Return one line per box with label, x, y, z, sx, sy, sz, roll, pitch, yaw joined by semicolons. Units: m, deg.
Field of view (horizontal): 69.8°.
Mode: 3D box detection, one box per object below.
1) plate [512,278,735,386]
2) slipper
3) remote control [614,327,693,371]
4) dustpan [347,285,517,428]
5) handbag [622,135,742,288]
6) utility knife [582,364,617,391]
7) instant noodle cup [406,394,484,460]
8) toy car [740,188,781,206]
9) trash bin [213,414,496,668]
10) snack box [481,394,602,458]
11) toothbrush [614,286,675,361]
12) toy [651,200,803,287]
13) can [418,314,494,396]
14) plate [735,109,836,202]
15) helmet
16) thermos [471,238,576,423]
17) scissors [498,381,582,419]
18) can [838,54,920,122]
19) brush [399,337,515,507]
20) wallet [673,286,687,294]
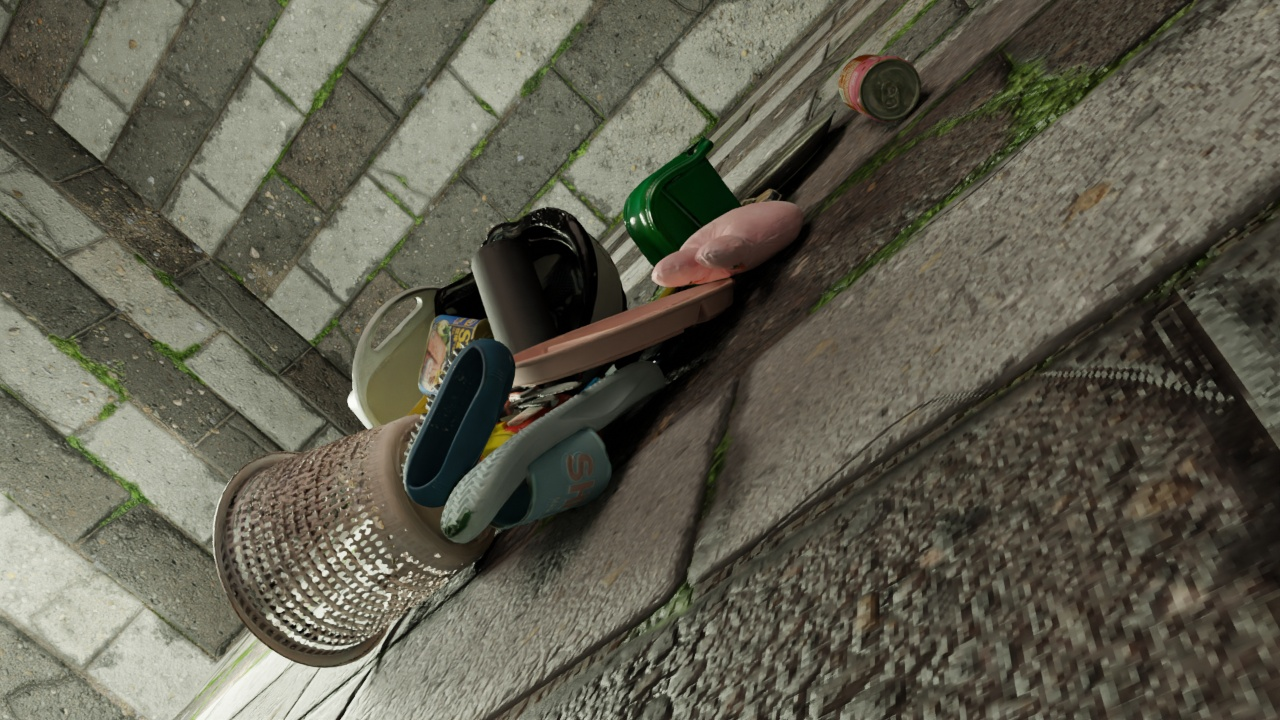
plate;-0.020;-0.024;0.828;0.229;0.028;0.229;-19;6;2
slipper;-0.057;0.077;0.719;0.244;0.074;0.104;-34;-3;-44
remote control;0.014;-0.005;0.856;0.053;0.024;0.137;-43;12;-18
dustpan;-0.260;0.038;1.194;0.222;0.258;0.143;-52;17;-28
handbag;0.057;-0.142;0.921;0.120;0.131;0.068;-45;21;-17
utility knife;-0.065;0.046;0.993;0.217;0.018;0.034;-45;8;20
instant noodle cup;-0.216;0.112;1.021;0.116;0.123;0.115;-55;4;36
toy car;0.115;-0.155;0.997;0.091;0.035;0.042;-35;16;39
trash bin;-0.256;0.156;0.890;0.192;0.227;0.227;-29;16;22
snack box;-0.088;0.074;0.823;0.080;0.082;0.091;-43;14;-27
toothbrush;0.026;-0.068;1.085;0.189;0.015;0.017;-51;15;-24
toy;0.075;-0.100;0.807;0.122;0.054;0.159;-17;10;39
can;-0.202;0.000;1.049;0.083;0.057;0.102;9;84;39
plate;0.163;-0.221;1.069;0.179;0.024;0.179;-42;7;6
helmet;-0.116;-0.047;1.131;0.275;0.230;0.156;-41;-31;21
thermos;-0.130;-0.020;0.965;0.090;0.242;0.069;-12;-36;-13
scissors;-0.112;0.040;0.792;0.204;0.015;0.202;-24;6;16
can;0.229;-0.265;0.887;0.058;0.058;0.147;-44;11;17
brush;-0.141;0.051;0.725;0.144;0.055;0.073;-64;27;-2
wallet;0.062;-0.129;1.026;0.096;0.020;0.123;-59;-12;-52
